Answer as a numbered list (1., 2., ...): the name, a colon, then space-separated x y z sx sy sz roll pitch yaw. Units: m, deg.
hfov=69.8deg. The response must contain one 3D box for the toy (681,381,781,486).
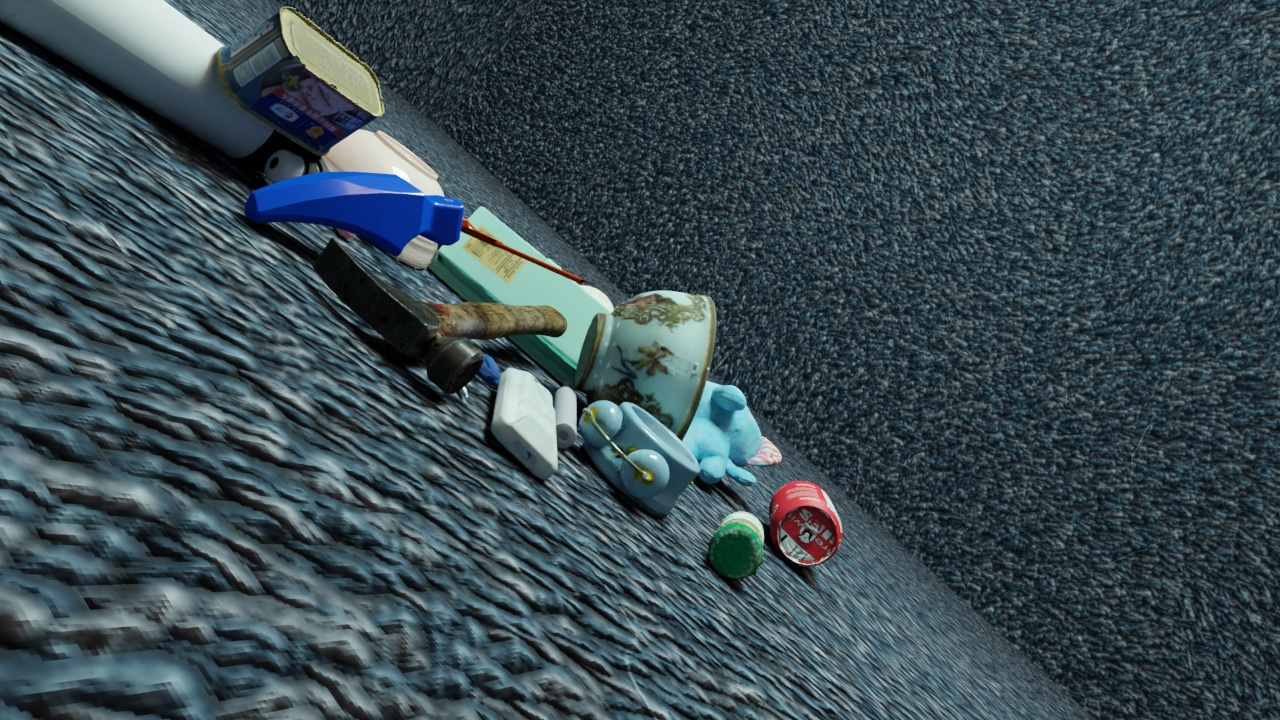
1. toy: 0.078 0.075 1.034 0.183 0.115 0.180 32 17 4

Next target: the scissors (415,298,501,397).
1. scissors: -0.126 -0.002 0.645 0.117 0.014 0.130 39 5 -33

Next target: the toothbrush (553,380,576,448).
1. toothbrush: -0.062 0.038 0.754 0.019 0.018 0.188 51 3 -11

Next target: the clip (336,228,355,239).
1. clip: -0.237 -0.121 0.744 0.023 0.044 0.060 41 18 -39

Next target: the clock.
1. clock: -0.003 0.073 0.709 0.089 0.052 0.124 45 7 26

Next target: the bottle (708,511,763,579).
1. bottle: 0.080 0.147 0.744 0.042 0.043 0.110 42 5 8

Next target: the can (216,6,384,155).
1. can: -0.235 -0.194 0.642 0.099 0.059 0.054 30 39 -59

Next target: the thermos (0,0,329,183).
1. thermos: -0.313 -0.189 0.612 0.230 0.069 0.101 35 21 -55

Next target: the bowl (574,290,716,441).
1. bowl: -0.005 0.005 0.825 0.094 0.160 0.160 16 11 -11

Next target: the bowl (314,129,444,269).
1. bowl: -0.235 -0.160 0.843 0.153 0.076 0.153 40 5 -5

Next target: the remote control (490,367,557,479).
1. remote control: -0.074 0.037 0.616 0.050 0.022 0.133 47 5 -15

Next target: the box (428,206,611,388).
1. box: -0.106 -0.066 0.903 0.188 0.091 0.077 41 7 1

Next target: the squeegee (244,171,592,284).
1. squeegee: -0.180 -0.103 0.638 0.250 0.055 0.184 26 22 39

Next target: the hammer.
1. hammer: -0.120 -0.036 0.701 0.120 0.033 0.330 41 9 6

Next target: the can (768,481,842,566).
1. can: 0.180 0.178 1.012 0.074 0.074 0.142 41 5 5

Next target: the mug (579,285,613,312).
1. mug: -0.080 -0.034 1.014 0.122 0.081 0.097 16 22 -19
